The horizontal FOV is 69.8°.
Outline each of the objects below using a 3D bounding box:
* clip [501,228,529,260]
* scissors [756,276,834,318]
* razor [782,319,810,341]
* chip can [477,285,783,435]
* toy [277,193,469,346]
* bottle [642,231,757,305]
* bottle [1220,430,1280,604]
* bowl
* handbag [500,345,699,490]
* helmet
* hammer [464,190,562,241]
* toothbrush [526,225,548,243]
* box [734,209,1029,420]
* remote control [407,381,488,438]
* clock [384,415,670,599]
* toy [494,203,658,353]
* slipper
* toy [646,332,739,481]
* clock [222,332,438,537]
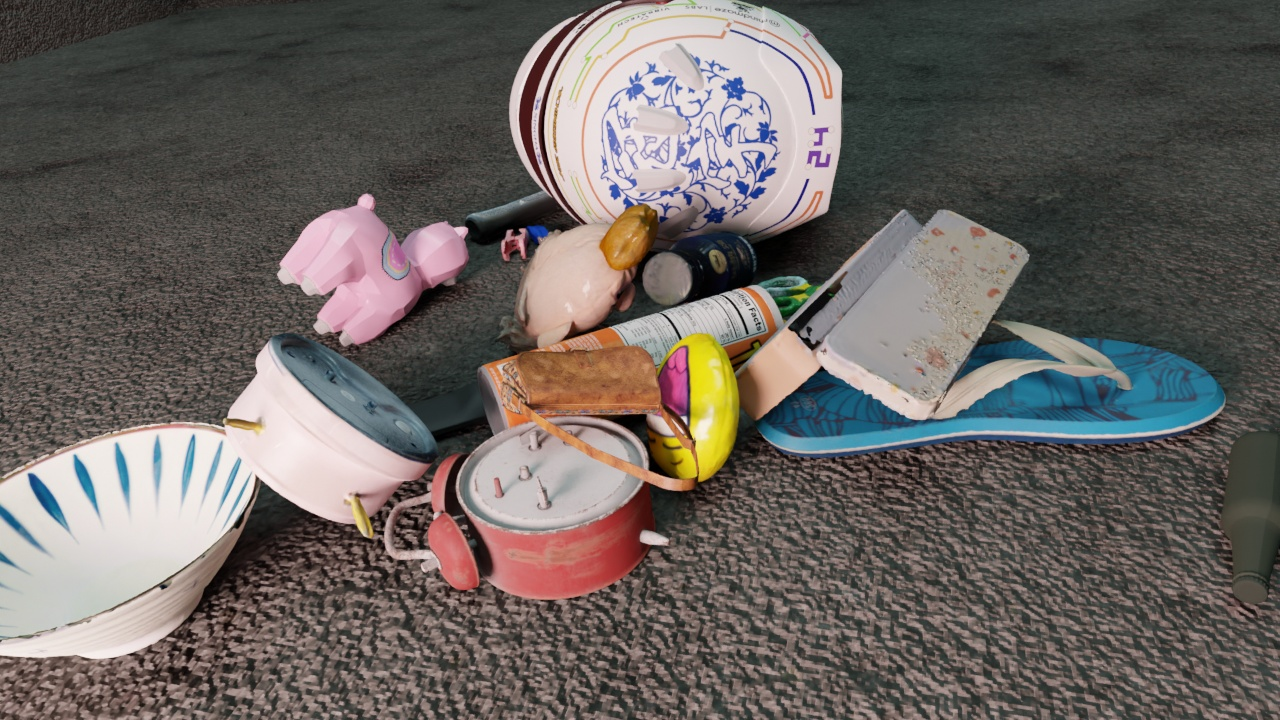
[{"bbox_3d":[-0.119,-0.119,0.920,0.039,0.023,0.059,-11,28,-1],"label":"clip"},{"bbox_3d":[0.152,-0.059,0.761,0.132,0.013,0.078,-9,27,14],"label":"scissors"},{"bbox_3d":[0.092,-0.029,0.725,0.144,0.021,0.043,6,50,19],"label":"razor"},{"bbox_3d":[-0.004,0.004,0.644,0.210,0.062,0.062,-18,32,-19],"label":"chip can"},{"bbox_3d":[-0.223,-0.086,0.800,0.067,0.123,0.157,21,55,38],"label":"toy"},{"bbox_3d":[0.048,-0.072,0.729,0.056,0.056,0.160,7,13,22],"label":"bottle"},{"bbox_3d":[0.322,0.081,0.479,0.033,0.033,0.122,13,36,30],"label":"bottle"},{"bbox_3d":[-0.290,0.112,0.505,0.177,0.071,0.177,-5,30,3],"label":"bowl"},{"bbox_3d":[-0.016,0.026,0.501,0.093,0.043,0.196,1,13,-20],"label":"handbag"},{"bbox_3d":[0.028,-0.212,0.839,0.314,0.231,0.235,1,24,1],"label":"helmet"},{"bbox_3d":[-0.045,-0.196,1.028,0.325,0.036,0.140,-27,34,-31],"label":"hammer"},{"bbox_3d":[-0.065,-0.097,0.882,0.011,0.017,0.187,-19,34,-25],"label":"toothbrush"},{"bbox_3d":[0.164,-0.025,0.609,0.216,0.094,0.121,-40,0,-43],"label":"box"},{"bbox_3d":[-0.133,0.033,0.661,0.140,0.021,0.045,-18,31,-16],"label":"remote control"},{"bbox_3d":[-0.068,0.079,0.528,0.156,0.062,0.109,-9,31,-5],"label":"clock"},{"bbox_3d":[-0.041,-0.063,0.711,0.176,0.076,0.132,-30,36,46],"label":"toy"},{"bbox_3d":[0.220,0.008,0.599,0.295,0.060,0.118,-6,26,3],"label":"slipper"},{"bbox_3d":[0.032,0.029,0.568,0.041,0.094,0.095,6,2,-23],"label":"toy"},{"bbox_3d":[-0.186,0.038,0.558,0.059,0.117,0.158,-50,14,2],"label":"clock"}]
